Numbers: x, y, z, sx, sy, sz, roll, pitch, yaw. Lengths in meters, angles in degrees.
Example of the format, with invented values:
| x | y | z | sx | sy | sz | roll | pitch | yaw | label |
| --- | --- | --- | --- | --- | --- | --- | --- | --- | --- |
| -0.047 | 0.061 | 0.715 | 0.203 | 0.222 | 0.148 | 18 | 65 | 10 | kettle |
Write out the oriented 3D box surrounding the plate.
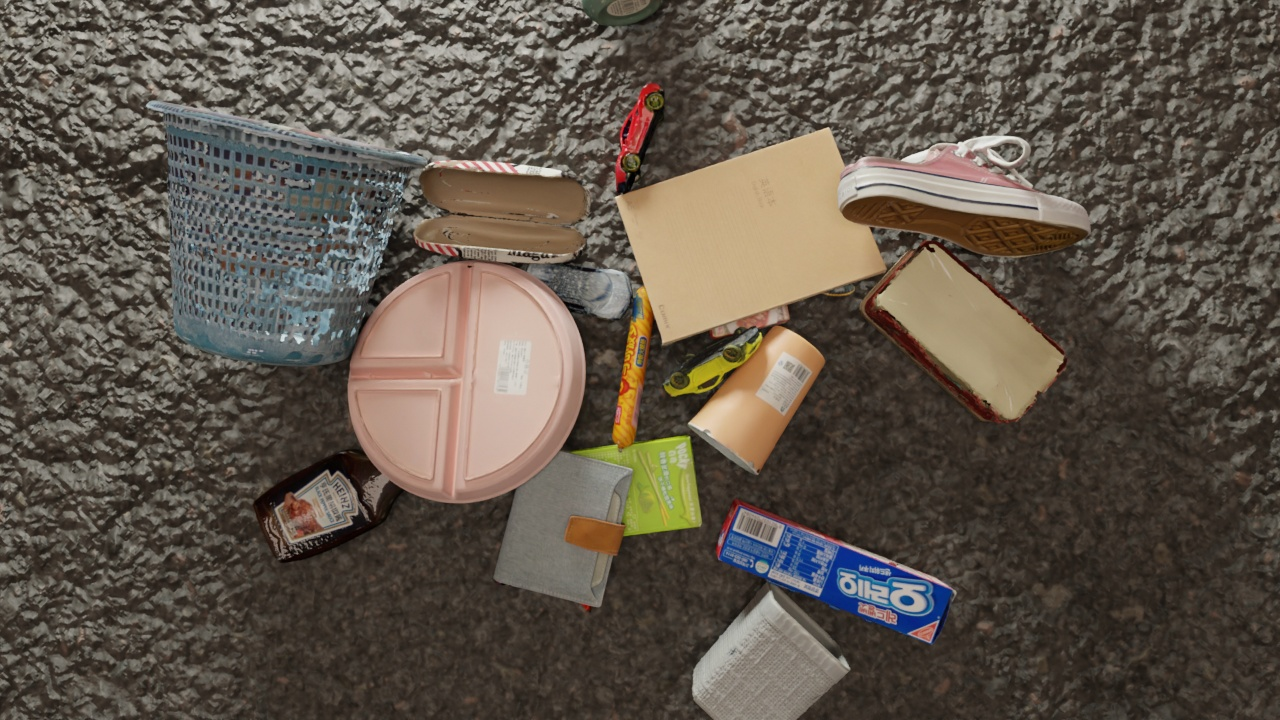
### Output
| x | y | z | sx | sy | sz | roll | pitch | yaw | label |
| --- | --- | --- | --- | --- | --- | --- | --- | --- | --- |
| -0.164 | 0.014 | 0.837 | 0.230 | 0.028 | 0.229 | -2 | 76 | 9 | plate |

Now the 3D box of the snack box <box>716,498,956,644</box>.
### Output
| x | y | z | sx | sy | sz | roll | pitch | yaw | label |
| --- | --- | --- | --- | --- | --- | --- | --- | --- | --- |
| 0.174 | 0.190 | 0.834 | 0.207 | 0.058 | 0.057 | 21 | 88 | 4 | snack box |

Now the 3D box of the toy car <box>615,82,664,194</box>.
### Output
| x | y | z | sx | sy | sz | roll | pitch | yaw | label |
| --- | --- | --- | --- | --- | --- | --- | --- | --- | --- |
| -0.004 | -0.207 | 0.863 | 0.031 | 0.049 | 0.106 | 19 | 89 | 4 | toy car |

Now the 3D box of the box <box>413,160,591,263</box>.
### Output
| x | y | z | sx | sy | sz | roll | pitch | yaw | label |
| --- | --- | --- | --- | --- | --- | --- | --- | --- | --- |
| -0.129 | -0.131 | 0.852 | 0.162 | 0.076 | 0.086 | 5 | 58 | 1 | box |

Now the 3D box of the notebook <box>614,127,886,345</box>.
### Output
| x | y | z | sx | sy | sz | roll | pitch | yaw | label |
| --- | --- | --- | --- | --- | --- | --- | --- | --- | --- |
| 0.097 | -0.115 | 0.839 | 0.211 | 0.012 | 0.149 | -18 | 77 | 0 | notebook |

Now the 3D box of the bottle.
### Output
| x | y | z | sx | sy | sz | roll | pitch | yaw | label |
| --- | --- | --- | --- | --- | --- | --- | --- | --- | --- |
| -0.261 | 0.119 | 0.864 | 0.195 | 0.044 | 0.080 | -26 | 83 | 0 | bottle |

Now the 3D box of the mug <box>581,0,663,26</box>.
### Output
| x | y | z | sx | sy | sz | roll | pitch | yaw | label |
| --- | --- | --- | --- | --- | --- | --- | --- | --- | --- |
| -0.012 | -0.379 | 0.862 | 0.111 | 0.082 | 0.106 | -12 | 86 | -30 | mug |

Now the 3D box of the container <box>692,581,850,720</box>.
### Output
| x | y | z | sx | sy | sz | roll | pitch | yaw | label |
| --- | --- | --- | --- | --- | --- | --- | --- | --- | --- |
| 0.111 | 0.275 | 0.820 | 0.090 | 0.090 | 0.114 | 43 | 93 | 4 | container |

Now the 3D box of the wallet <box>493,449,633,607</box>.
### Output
| x | y | z | sx | sy | sz | roll | pitch | yaw | label |
| --- | --- | --- | --- | --- | --- | --- | --- | --- | --- |
| -0.068 | 0.149 | 0.830 | 0.106 | 0.037 | 0.129 | 14 | 89 | 4 | wallet |

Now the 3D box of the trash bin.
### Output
| x | y | z | sx | sy | sz | roll | pitch | yaw | label |
| --- | --- | --- | --- | --- | --- | --- | --- | --- | --- |
| -0.317 | -0.105 | 0.806 | 0.226 | 0.226 | 0.195 | 13 | 101 | 3 | trash bin |

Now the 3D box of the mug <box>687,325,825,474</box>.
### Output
| x | y | z | sx | sy | sz | roll | pitch | yaw | label |
| --- | --- | --- | --- | --- | --- | --- | --- | --- | --- |
| 0.110 | 0.033 | 0.837 | 0.078 | 0.078 | 0.122 | 36 | 85 | 3 | mug |

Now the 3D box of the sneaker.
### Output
| x | y | z | sx | sy | sz | roll | pitch | yaw | label |
| --- | --- | --- | --- | --- | --- | --- | --- | --- | --- |
| 0.290 | -0.154 | 0.817 | 0.241 | 0.118 | 0.087 | 8 | 74 | -12 | sneaker |

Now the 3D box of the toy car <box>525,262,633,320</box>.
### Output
| x | y | z | sx | sy | sz | roll | pitch | yaw | label |
| --- | --- | --- | --- | --- | --- | --- | --- | --- | --- |
| -0.059 | -0.068 | 0.869 | 0.105 | 0.031 | 0.049 | 10 | 89 | 2 | toy car |

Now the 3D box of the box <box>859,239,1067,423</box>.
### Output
| x | y | z | sx | sy | sz | roll | pitch | yaw | label |
| --- | --- | --- | --- | --- | --- | --- | --- | --- | --- |
| 0.290 | -0.024 | 0.828 | 0.168 | 0.078 | 0.091 | 42 | 89 | 4 | box |

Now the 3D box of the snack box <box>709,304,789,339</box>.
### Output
| x | y | z | sx | sy | sz | roll | pitch | yaw | label |
| --- | --- | --- | --- | --- | --- | --- | --- | --- | --- |
| 0.087 | -0.102 | 0.867 | 0.075 | 0.025 | 0.153 | -13 | 87 | 1 | snack box |

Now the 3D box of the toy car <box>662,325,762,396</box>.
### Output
| x | y | z | sx | sy | sz | roll | pitch | yaw | label |
| --- | --- | --- | --- | --- | --- | --- | --- | --- | --- |
| 0.068 | 0.004 | 0.837 | 0.105 | 0.048 | 0.032 | -30 | 101 | 30 | toy car |

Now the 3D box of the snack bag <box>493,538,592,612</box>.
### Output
| x | y | z | sx | sy | sz | roll | pitch | yaw | label |
| --- | --- | --- | --- | --- | --- | --- | --- | --- | --- |
| -0.085 | 0.201 | 0.861 | 0.105 | 0.026 | 0.045 | 16 | 91 | 5 | snack bag |

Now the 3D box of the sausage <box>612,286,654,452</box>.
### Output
| x | y | z | sx | sy | sz | roll | pitch | yaw | label |
| --- | --- | --- | --- | --- | --- | --- | --- | --- | --- |
| -0.005 | 0.005 | 0.858 | 0.021 | 0.021 | 0.165 | 8 | 78 | 3 | sausage |

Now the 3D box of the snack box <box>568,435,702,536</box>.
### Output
| x | y | z | sx | sy | sz | roll | pitch | yaw | label |
| --- | --- | --- | --- | --- | --- | --- | --- | --- | --- |
| -0.025 | 0.122 | 0.861 | 0.156 | 0.026 | 0.085 | -8 | 87 | 2 | snack box |

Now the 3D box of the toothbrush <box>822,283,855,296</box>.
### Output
| x | y | z | sx | sy | sz | roll | pitch | yaw | label |
| --- | --- | --- | --- | --- | --- | --- | --- | --- | --- |
| 0.101 | -0.066 | 0.841 | 0.191 | 0.018 | 0.016 | 0 | 86 | 2 | toothbrush |
